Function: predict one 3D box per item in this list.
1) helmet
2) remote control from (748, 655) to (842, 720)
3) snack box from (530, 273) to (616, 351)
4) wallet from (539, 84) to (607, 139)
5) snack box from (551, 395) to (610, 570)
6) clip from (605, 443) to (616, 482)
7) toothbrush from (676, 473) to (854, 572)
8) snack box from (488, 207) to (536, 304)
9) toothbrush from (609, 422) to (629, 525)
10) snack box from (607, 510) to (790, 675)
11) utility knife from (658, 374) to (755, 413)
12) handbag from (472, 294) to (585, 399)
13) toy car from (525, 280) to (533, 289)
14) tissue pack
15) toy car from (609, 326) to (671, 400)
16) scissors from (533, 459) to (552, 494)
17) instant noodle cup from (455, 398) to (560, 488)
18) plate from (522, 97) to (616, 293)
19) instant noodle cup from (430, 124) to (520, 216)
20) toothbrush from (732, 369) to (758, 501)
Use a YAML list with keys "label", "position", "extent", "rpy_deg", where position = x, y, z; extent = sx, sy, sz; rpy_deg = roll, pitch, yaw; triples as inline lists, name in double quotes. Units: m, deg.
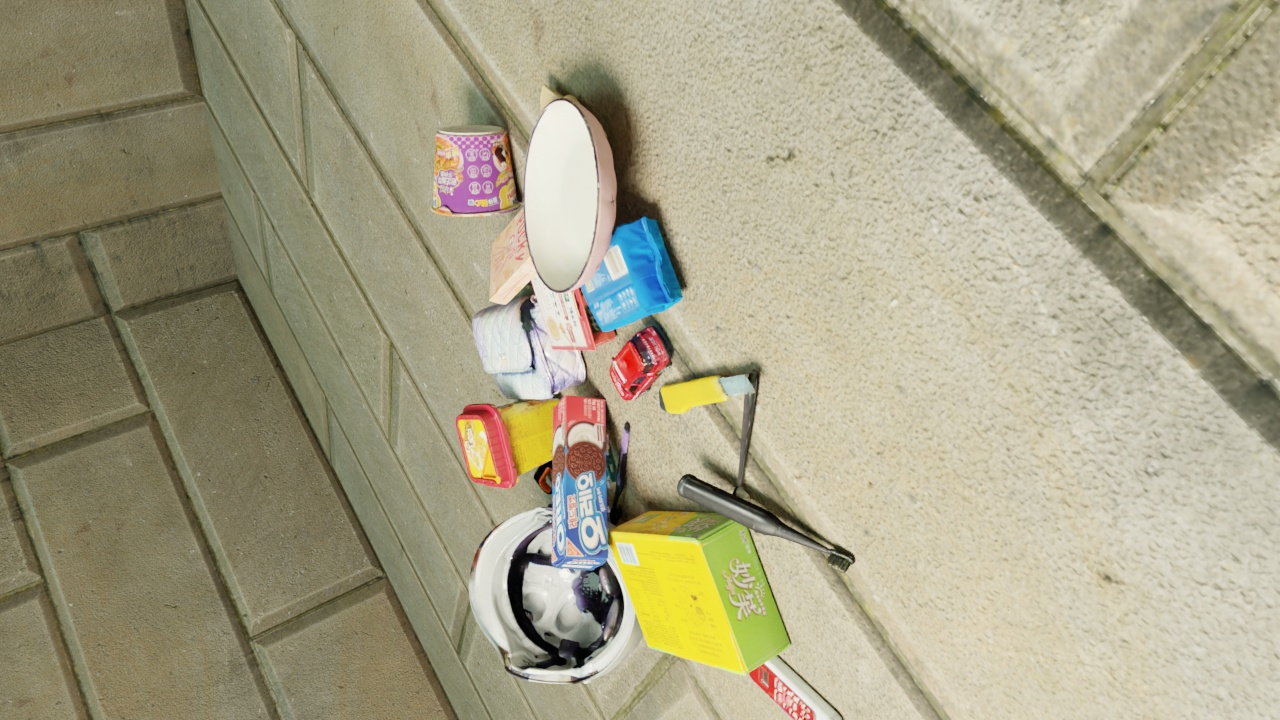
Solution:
- label: "helmet"
  position: [-0.090, 0.309, 1.231]
  extent: [0.259, 0.145, 0.229]
  rpy_deg: [1, 80, 35]
- label: "remote control"
  position: [0.165, 0.365, 0.995]
  extent: [0.136, 0.020, 0.056]
  rpy_deg: [36, 138, 45]
- label: "snack box"
  position: [-0.077, -0.071, 1.079]
  extent: [0.127, 0.044, 0.113]
  rpy_deg: [4, 112, 61]
- label: "wallet"
  position: [-0.070, -0.237, 0.973]
  extent: [0.115, 0.024, 0.087]
  rpy_deg: [46, 150, 35]
- label: "snack box"
  position: [-0.074, 0.149, 1.127]
  extent: [0.057, 0.058, 0.207]
  rpy_deg: [137, 136, -58]
- label: "clip"
  position: [-0.045, 0.132, 1.203]
  extent: [0.040, 0.014, 0.056]
  rpy_deg: [16, 123, 55]
- label: "toothbrush"
  position: [0.119, 0.159, 0.903]
  extent: [0.213, 0.027, 0.026]
  rpy_deg: [21, 145, 44]
- label: "snack box"
  position: [-0.136, -0.137, 1.084]
  extent: [0.158, 0.026, 0.084]
  rpy_deg: [-36, 48, 50]
- label: "toothbrush"
  position: [-0.024, 0.148, 1.183]
  extent: [0.014, 0.016, 0.189]
  rpy_deg: [35, 136, 29]
- label: "snack box"
  position: [0.059, 0.257, 1.043]
  extent: [0.210, 0.069, 0.157]
  rpy_deg: [-14, 97, 59]
- label: "utility knife"
  position: [0.065, 0.033, 0.928]
  extent: [0.207, 0.015, 0.033]
  rpy_deg: [-16, 93, 66]
- label: "handbag"
  position: [-0.154, -0.016, 1.221]
  extent: [0.194, 0.075, 0.134]
  rpy_deg: [-7, 104, 61]
- label: "toy car"
  position: [-0.155, -0.126, 1.188]
  extent: [0.106, 0.031, 0.049]
  rpy_deg: [23, 128, 48]
- label: "tissue pack"
  position: [-0.014, -0.085, 0.950]
  extent: [0.157, 0.052, 0.095]
  rpy_deg: [-20, 90, 62]
- label: "toy car"
  position: [-0.006, 0.006, 1.012]
  extent: [0.053, 0.045, 0.121]
  rpy_deg: [61, 154, 15]
- label: "scissors"
  position: [-0.118, 0.133, 1.331]
  extent: [0.234, 0.021, 0.162]
  rpy_deg: [-4, 109, 55]
- label: "instant noodle cup"
  position: [-0.170, 0.104, 1.254]
  extent: [0.116, 0.123, 0.116]
  rpy_deg: [-6, 99, 55]
- label: "plate"
  position: [-0.068, -0.164, 0.923]
  extent: [0.193, 0.039, 0.192]
  rpy_deg: [14, 106, 61]
- label: "instant noodle cup"
  position: [-0.204, -0.235, 1.128]
  extent: [0.111, 0.111, 0.099]
  rpy_deg: [30, 125, 49]
- label: "toothbrush"
  position: [0.105, 0.081, 0.902]
  extent: [0.018, 0.015, 0.181]
  rpy_deg: [38, 141, 39]
